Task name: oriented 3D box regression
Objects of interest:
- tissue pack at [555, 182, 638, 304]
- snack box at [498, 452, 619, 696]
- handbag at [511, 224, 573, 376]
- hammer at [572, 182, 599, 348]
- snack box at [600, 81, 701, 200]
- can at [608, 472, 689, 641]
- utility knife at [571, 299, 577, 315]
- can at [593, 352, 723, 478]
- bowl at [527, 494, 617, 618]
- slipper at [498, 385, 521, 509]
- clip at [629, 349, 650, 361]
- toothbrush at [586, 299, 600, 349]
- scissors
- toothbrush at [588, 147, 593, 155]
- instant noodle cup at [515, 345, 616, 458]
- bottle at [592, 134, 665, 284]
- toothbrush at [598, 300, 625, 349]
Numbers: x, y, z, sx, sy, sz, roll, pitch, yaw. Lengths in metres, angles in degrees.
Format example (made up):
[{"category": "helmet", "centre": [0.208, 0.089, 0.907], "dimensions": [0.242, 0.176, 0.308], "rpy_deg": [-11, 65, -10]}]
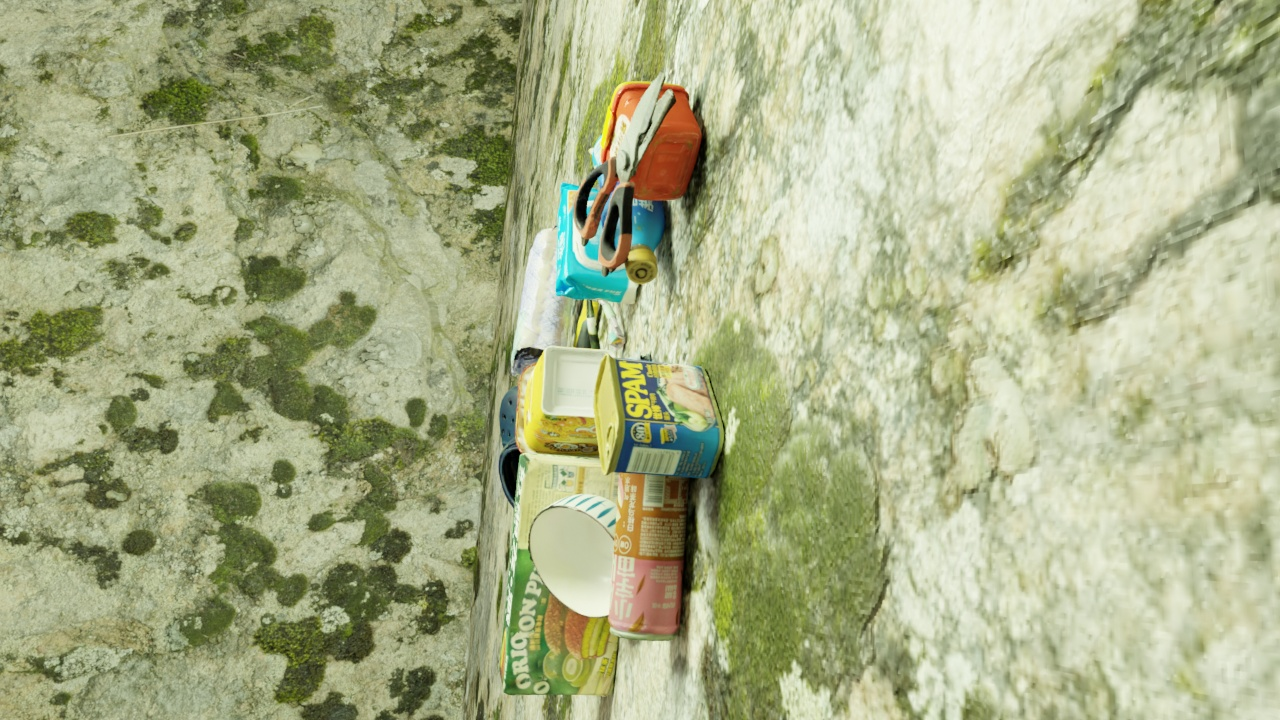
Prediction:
[{"category": "tissue pack", "centre": [-0.047, -0.129, 1.017], "dimensions": [0.063, 0.090, 0.139], "rpy_deg": [126, 147, -65]}, {"category": "snack box", "centre": [-0.077, 0.218, 0.944], "dimensions": [0.063, 0.114, 0.240], "rpy_deg": [-169, 84, -76]}, {"category": "handbag", "centre": [-0.130, -0.074, 1.278], "dimensions": [0.134, 0.075, 0.193], "rpy_deg": [119, 159, -65]}, {"category": "hammer", "centre": [-0.069, -0.062, 1.210], "dimensions": [0.126, 0.032, 0.324], "rpy_deg": [-105, 25, -59]}, {"category": "snack box", "centre": [0.013, -0.197, 0.836], "dimensions": [0.091, 0.082, 0.080], "rpy_deg": [106, 150, -41]}, {"category": "can", "centre": [0.008, 0.147, 0.740], "dimensions": [0.058, 0.058, 0.147], "rpy_deg": [159, 116, -75]}, {"category": "utility knife", "centre": [-0.081, -0.142, 1.320], "dimensions": [0.030, 0.021, 0.199], "rpy_deg": [-94, 22, -52]}, {"category": "can", "centre": [0.012, 0.043, 0.710], "dimensions": [0.102, 0.083, 0.057], "rpy_deg": [-102, 22, -52]}, {"category": "bowl", "centre": [-0.042, 0.176, 0.871], "dimensions": [0.066, 0.116, 0.117], "rpy_deg": [-31, -39, -51]}, {"category": "slipper", "centre": [-0.126, 0.134, 1.096], "dimensions": [0.105, 0.095, 0.252], "rpy_deg": [-53, 47, 23]}, {"category": "clip", "centre": [-0.005, 0.005, 0.938], "dimensions": [0.058, 0.041, 0.026], "rpy_deg": [143, 134, -66]}, {"category": "toothbrush", "centre": [-0.058, -0.035, 1.068], "dimensions": [0.012, 0.017, 0.186], "rpy_deg": [11, 114, 58]}, {"category": "scissors", "centre": [-0.011, -0.154, 0.802], "dimensions": [0.205, 0.015, 0.197], "rpy_deg": [19, 117, 58]}, {"category": "toothbrush", "centre": [-0.051, -0.284, 1.267], "dimensions": [0.191, 0.016, 0.018], "rpy_deg": [-133, 41, -72]}, {"category": "instant noodle cup", "centre": [-0.072, 0.043, 0.976], "dimensions": [0.124, 0.116, 0.116], "rpy_deg": [116, 157, -67]}, {"category": "bottle", "centre": [-0.009, -0.157, 0.929], "dimensions": [0.218, 0.065, 0.065], "rpy_deg": [-100, 20, -46]}, {"category": "toothbrush", "centre": [-0.056, -0.087, 1.092], "dimensions": [0.029, 0.021, 0.189], "rpy_deg": [97, 155, -48]}]
